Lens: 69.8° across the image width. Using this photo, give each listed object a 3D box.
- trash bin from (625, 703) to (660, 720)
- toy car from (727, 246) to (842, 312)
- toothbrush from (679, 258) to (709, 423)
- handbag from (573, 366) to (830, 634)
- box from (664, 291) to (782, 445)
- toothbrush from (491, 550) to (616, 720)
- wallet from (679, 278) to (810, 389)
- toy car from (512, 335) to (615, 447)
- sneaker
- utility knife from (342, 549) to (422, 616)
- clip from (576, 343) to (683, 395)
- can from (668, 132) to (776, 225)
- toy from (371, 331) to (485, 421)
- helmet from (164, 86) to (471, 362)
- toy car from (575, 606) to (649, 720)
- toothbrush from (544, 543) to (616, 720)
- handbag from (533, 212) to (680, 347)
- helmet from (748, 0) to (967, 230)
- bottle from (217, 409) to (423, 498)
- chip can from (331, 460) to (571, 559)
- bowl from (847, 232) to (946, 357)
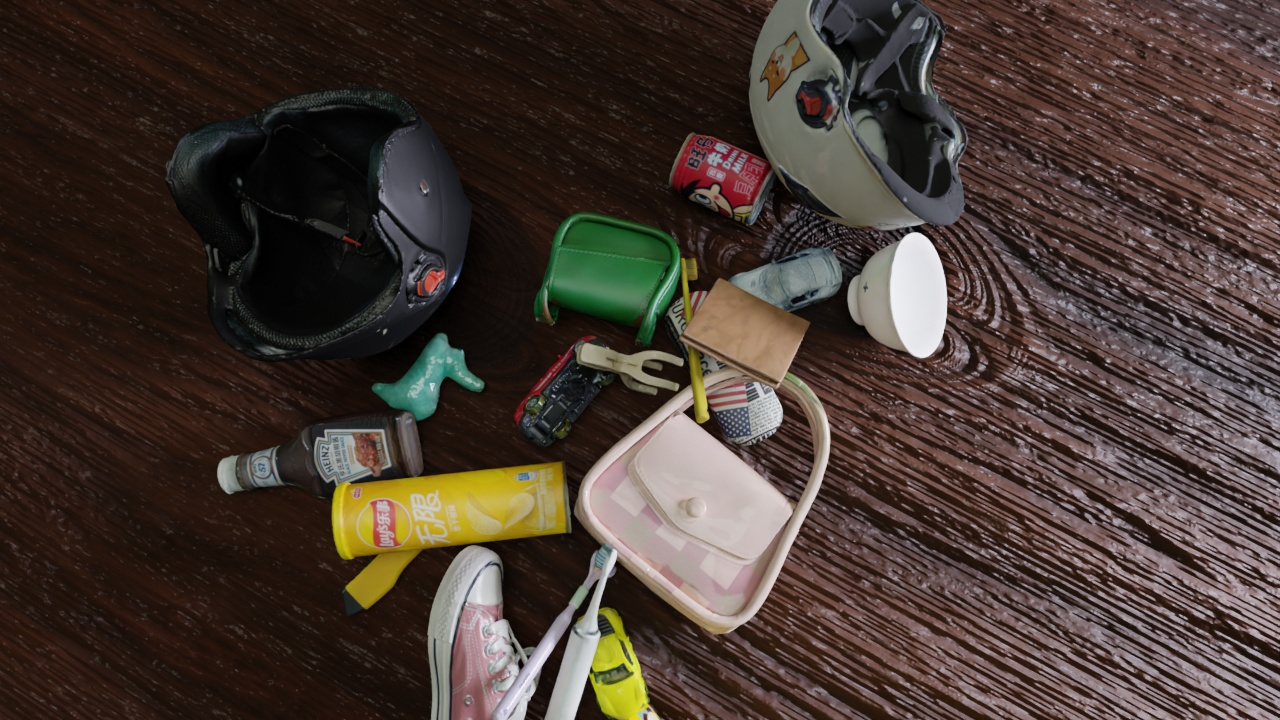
[{"bbox_3d":[0.005,0.439,0.729,0.229,0.230,0.255,-36,73,-4],"label":"trash bin"},{"bbox_3d":[0.141,-0.074,0.916,0.120,0.037,0.054,-20,79,3],"label":"toy car"},{"bbox_3d":[0.052,-0.024,0.865,0.016,0.016,0.189,-4,54,1],"label":"toothbrush"},{"bbox_3d":[0.074,0.110,0.845,0.193,0.093,0.234,39,87,9],"label":"handbag"},{"bbox_3d":[0.080,0.007,0.903,0.069,0.052,0.164,-29,77,12],"label":"box"},{"bbox_3d":[-0.075,0.244,0.817,0.029,0.021,0.188,45,47,-6],"label":"toothbrush"},{"bbox_3d":[0.099,-0.027,0.855,0.101,0.020,0.115,26,37,7],"label":"wallet"},{"bbox_3d":[-0.075,0.027,0.898,0.120,0.045,0.053,-47,123,-10],"label":"toy car"},{"bbox_3d":[-0.137,0.290,0.822,0.088,0.118,0.241,2,84,22],"label":"sneaker"},{"bbox_3d":[-0.230,0.187,0.894,0.156,0.015,0.033,-45,85,-7],"label":"utility knife"},{"bbox_3d":[-0.002,0.005,0.874,0.095,0.102,0.035,2,74,41],"label":"clip"},{"bbox_3d":[0.083,-0.184,0.926,0.094,0.066,0.066,26,81,8],"label":"can"},{"bbox_3d":[-0.208,0.019,0.921,0.096,0.030,0.092,32,84,3],"label":"toy"},{"bbox_3d":[-0.276,-0.116,0.851,0.234,0.230,0.274,7,77,20],"label":"helmet"},{"bbox_3d":[-0.027,0.283,0.853,0.048,0.032,0.105,-21,79,-2],"label":"toy car"},{"bbox_3d":[-0.056,0.265,0.819,0.026,0.026,0.221,24,105,29],"label":"toothbrush"},{"bbox_3d":[-0.031,-0.077,0.898,0.131,0.068,0.120,16,67,7],"label":"handbag"},{"bbox_3d":[0.192,-0.238,0.875,0.157,0.229,0.274,-16,78,43],"label":"helmet"},{"bbox_3d":[-0.315,0.097,0.900,0.195,0.044,0.080,-10,93,5],"label":"bottle"},{"bbox_3d":[-0.173,0.140,0.858,0.213,0.072,0.072,-5,78,-4],"label":"chip can"},{"bbox_3d":[0.241,-0.060,0.885,0.065,0.118,0.118,-3,74,43],"label":"bowl"}]
